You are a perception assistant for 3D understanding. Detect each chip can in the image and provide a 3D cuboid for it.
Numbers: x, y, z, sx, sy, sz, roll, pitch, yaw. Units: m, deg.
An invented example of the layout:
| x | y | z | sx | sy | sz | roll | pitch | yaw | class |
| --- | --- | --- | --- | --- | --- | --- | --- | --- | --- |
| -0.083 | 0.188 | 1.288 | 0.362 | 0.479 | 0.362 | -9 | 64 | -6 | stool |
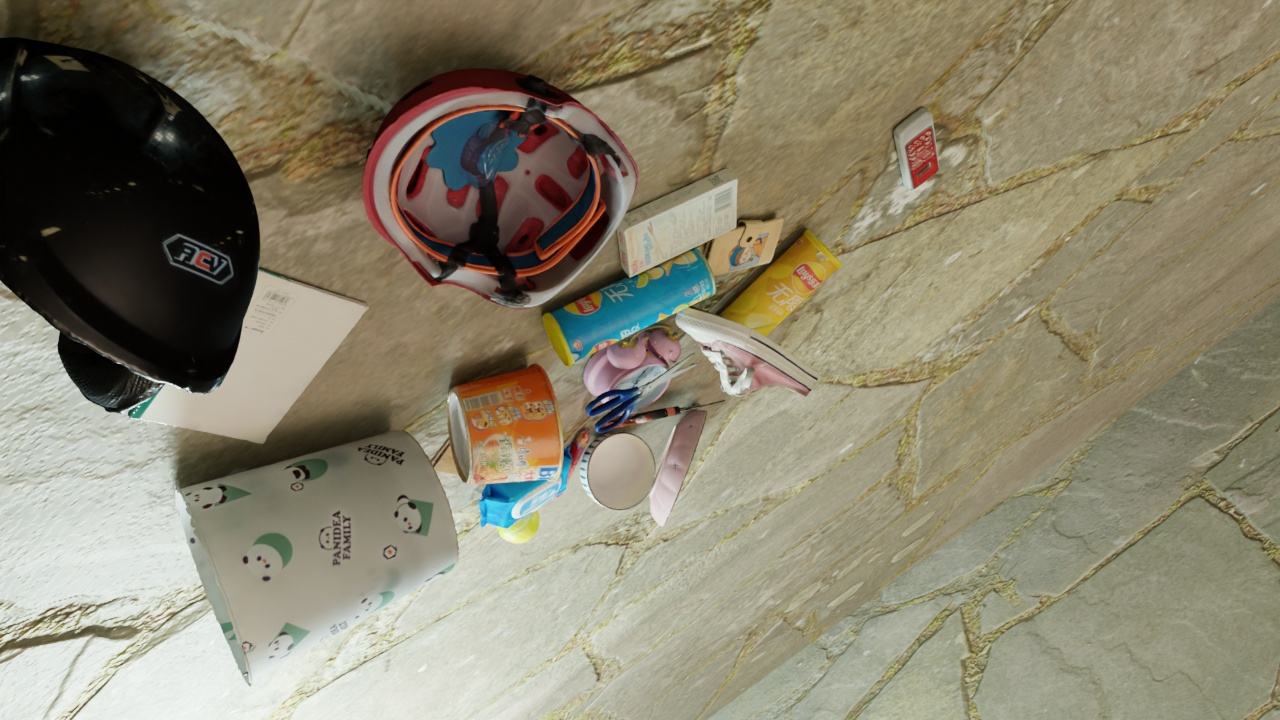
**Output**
| x | y | z | sx | sy | sz | roll | pitch | yaw | class |
| --- | --- | --- | --- | --- | --- | --- | --- | --- | --- |
| -0.012 | -0.068 | 1.136 | 0.210 | 0.071 | 0.071 | -26 | 146 | -14 | chip can |
| 0.181 | -0.086 | 1.289 | 0.214 | 0.072 | 0.072 | -44 | 146 | 14 | chip can |

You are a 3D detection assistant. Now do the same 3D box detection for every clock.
| x | y | z | sx | sy | sz | roll | pitch | yaw | class |
| --- | --- | --- | --- | --- | --- | --- | --- | --- | --- |
| -0.007 | 0.007 | 1.244 | 0.117 | 0.060 | 0.159 | -6 | 137 | -36 | clock |

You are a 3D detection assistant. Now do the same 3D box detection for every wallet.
| x | y | z | sx | sy | sz | roll | pitch | yaw | class |
| --- | --- | --- | --- | --- | --- | --- | --- | --- | --- |
| 0.133 | -0.151 | 1.209 | 0.115 | 0.024 | 0.087 | -14 | 146 | -27 | wallet |
| -0.213 | 0.118 | 1.239 | 0.115 | 0.020 | 0.101 | 14 | 122 | -47 | wallet |

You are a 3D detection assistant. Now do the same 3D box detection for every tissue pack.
| x | y | z | sx | sy | sz | roll | pitch | yaw | class |
| --- | --- | --- | --- | --- | --- | --- | --- | --- | --- |
| -0.163 | 0.183 | 1.309 | 0.156 | 0.052 | 0.095 | -30 | 154 | -29 | tissue pack |

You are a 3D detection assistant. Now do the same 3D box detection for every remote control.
| x | y | z | sx | sy | sz | roll | pitch | yaw | class |
| --- | --- | --- | --- | --- | --- | --- | --- | --- | --- |
| 0.381 | -0.288 | 1.260 | 0.056 | 0.020 | 0.136 | -36 | 147 | 2 | remote control |

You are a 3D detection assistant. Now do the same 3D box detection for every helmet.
| x | y | z | sx | sy | sz | roll | pitch | yaw | class |
| --- | --- | --- | --- | --- | --- | --- | --- | --- | --- |
| -0.139 | -0.174 | 0.835 | 0.239 | 0.143 | 0.207 | 22 | 117 | -36 | helmet |
| -0.376 | -0.088 | 0.618 | 0.230 | 0.275 | 0.233 | -62 | 156 | -8 | helmet |

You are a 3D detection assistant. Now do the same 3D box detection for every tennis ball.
| x | y | z | sx | sy | sz | roll | pitch | yaw | class |
| --- | --- | --- | --- | --- | --- | --- | --- | --- | --- |
| -0.184 | 0.240 | 1.373 | 0.065 | 0.065 | 0.066 | -23 | 145 | -18 | tennis ball |

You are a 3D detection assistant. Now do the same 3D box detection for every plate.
| x | y | z | sx | sy | sz | roll | pitch | yaw | class |
| --- | --- | --- | --- | --- | --- | --- | --- | --- | --- |
| 0.052 | 0.162 | 1.429 | 0.192 | 0.039 | 0.192 | 29 | 82 | -88 | plate |

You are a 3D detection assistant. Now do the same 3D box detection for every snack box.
| x | y | z | sx | sy | sz | roll | pitch | yaw | class |
| --- | --- | --- | --- | --- | --- | --- | --- | --- | --- |
| 0.046 | -0.166 | 1.108 | 0.156 | 0.027 | 0.085 | -26 | 146 | -14 | snack box |

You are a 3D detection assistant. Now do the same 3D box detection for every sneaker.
| x | y | z | sx | sy | sz | roll | pitch | yaw | class |
| --- | --- | --- | --- | --- | --- | --- | --- | --- | --- |
| 0.136 | 0.005 | 1.231 | 0.241 | 0.118 | 0.088 | 28 | 90 | -30 | sneaker |

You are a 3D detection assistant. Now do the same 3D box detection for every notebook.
| x | y | z | sx | sy | sz | roll | pitch | yaw | class |
| --- | --- | --- | --- | --- | --- | --- | --- | --- | --- |
| -0.395 | 0.000 | 0.934 | 0.209 | 0.012 | 0.150 | -46 | 145 | 16 | notebook |

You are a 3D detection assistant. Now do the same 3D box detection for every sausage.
| x | y | z | sx | sy | sz | roll | pitch | yaw | class |
| --- | --- | --- | --- | --- | --- | --- | --- | --- | --- |
| -0.106 | 0.156 | 1.380 | 0.020 | 0.020 | 0.156 | -6 | 136 | -38 | sausage |

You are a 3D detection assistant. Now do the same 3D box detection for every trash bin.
| x | y | z | sx | sy | sz | roll | pitch | yaw | class |
| --- | --- | --- | --- | --- | --- | --- | --- | --- | --- |
| -0.361 | 0.206 | 1.044 | 0.251 | 0.229 | 0.230 | -20 | 144 | -31 | trash bin |

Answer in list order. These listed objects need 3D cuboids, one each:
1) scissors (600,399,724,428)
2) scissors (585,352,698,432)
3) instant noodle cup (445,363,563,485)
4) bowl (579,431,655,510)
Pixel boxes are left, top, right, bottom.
| x | y | z | sx | sy | sz | roll | pitch | yaw | class |
| --- | --- | --- | --- | --- | --- | --- | --- | --- | --- |
| 0.035 | 0.078 | 1.361 | 0.224 | 0.015 | 0.189 | -12 | 176 | -8 | scissors |
| -0.001 | 0.037 | 1.223 | 0.170 | 0.012 | 0.144 | -49 | 146 | 20 | scissors |
| -0.171 | 0.084 | 1.128 | 0.111 | 0.151 | 0.152 | -8 | 139 | -23 | instant noodle cup |
| -0.042 | 0.164 | 1.385 | 0.116 | 0.066 | 0.116 | -1 | 91 | -28 | bowl |
